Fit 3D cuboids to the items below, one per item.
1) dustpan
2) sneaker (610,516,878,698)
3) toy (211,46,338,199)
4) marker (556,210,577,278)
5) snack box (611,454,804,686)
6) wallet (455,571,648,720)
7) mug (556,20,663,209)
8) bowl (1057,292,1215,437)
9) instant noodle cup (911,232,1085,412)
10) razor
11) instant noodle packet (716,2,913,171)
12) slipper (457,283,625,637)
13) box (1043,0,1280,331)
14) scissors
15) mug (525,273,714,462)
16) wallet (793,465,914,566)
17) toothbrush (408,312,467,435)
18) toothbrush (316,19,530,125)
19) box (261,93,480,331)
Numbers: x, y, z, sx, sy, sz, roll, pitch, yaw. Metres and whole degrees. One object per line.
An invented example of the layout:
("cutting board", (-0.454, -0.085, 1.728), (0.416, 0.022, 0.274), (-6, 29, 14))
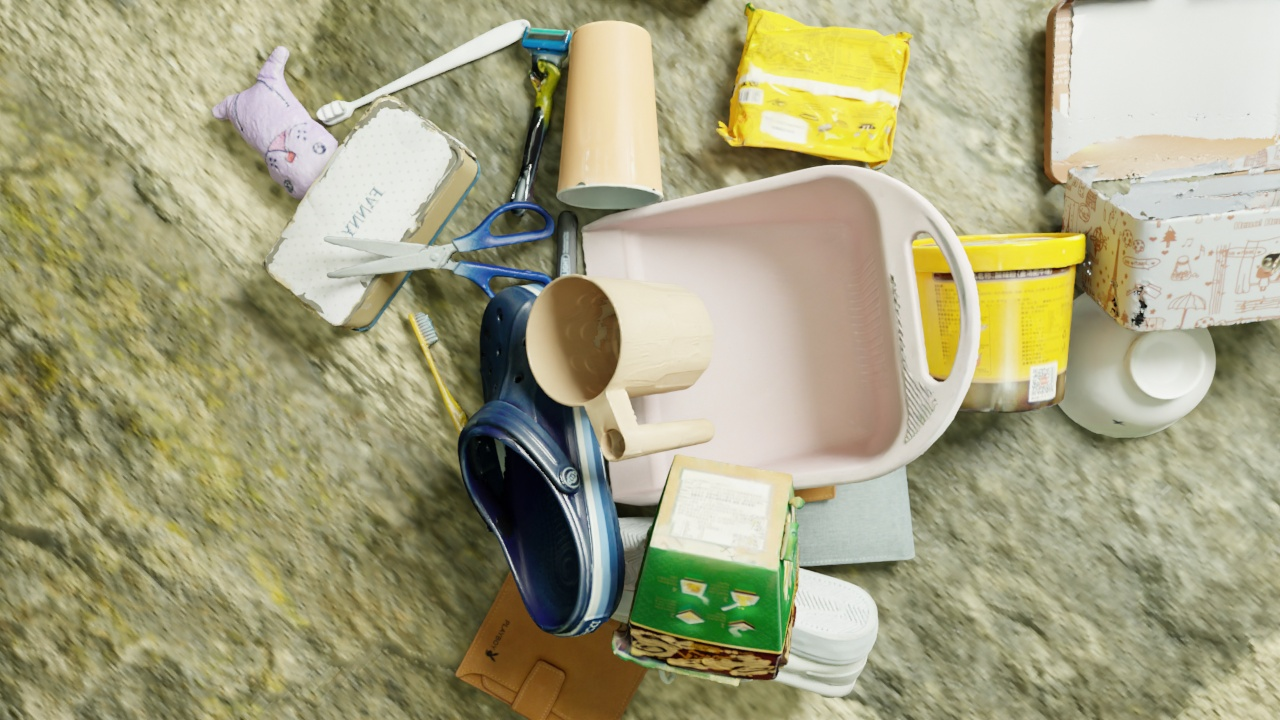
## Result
("dustpan", (0.074, -0.019, 0.618), (0.274, 0.138, 0.222), (-10, 87, 11))
("sneaker", (0.048, 0.189, 0.683), (0.242, 0.089, 0.091), (13, 123, 14))
("toy", (-0.272, -0.175, 0.707), (0.084, 0.038, 0.108), (-36, 89, 20))
("marker", (-0.057, -0.054, 0.709), (0.018, 0.015, 0.124), (1, 91, 0))
("snack box", (0.048, 0.127, 0.597), (0.117, 0.118, 0.106), (8, 132, 10))
("wallet", (-0.064, 0.230, 0.715), (0.132, 0.031, 0.108), (29, 93, 4))
("mug", (-0.021, -0.179, 0.675), (0.078, 0.078, 0.122), (1, 87, 4))
("bowl", (0.360, 0.000, 0.655), (0.118, 0.064, 0.118), (0, 92, 4))
("instant noodle cup", (0.245, -0.029, 0.640), (0.118, 0.118, 0.114), (-4, 99, 4))
("razor", (-0.079, -0.180, 0.702), (0.043, 0.022, 0.143), (14, 97, 30))
("instant noodle packet", (0.126, -0.198, 0.675), (0.128, 0.044, 0.110), (11, 87, 0))
("slipper", (-0.083, 0.067, 0.640), (0.105, 0.095, 0.252), (-32, 64, 41))
("box", (0.383, -0.139, 0.599), (0.180, 0.156, 0.227), (-3, 101, 5))
("scissors", (-0.141, -0.068, 0.681), (0.171, 0.012, 0.141), (-32, 117, -7))
("mug", (-0.004, 0.004, 0.610), (0.084, 0.103, 0.124), (-34, 71, 35))
("wallet", (0.147, 0.088, 0.689), (0.106, 0.037, 0.129), (-5, 92, 4))
("toothbrush", (-0.137, 0.048, 0.720), (0.018, 0.016, 0.191), (-25, 90, -4))
("toothbrush", (-0.168, -0.224, 0.710), (0.180, 0.016, 0.016), (-22, 92, 5))
("box", (-0.207, -0.104, 0.699), (0.090, 0.059, 0.184), (39, 97, 3))
